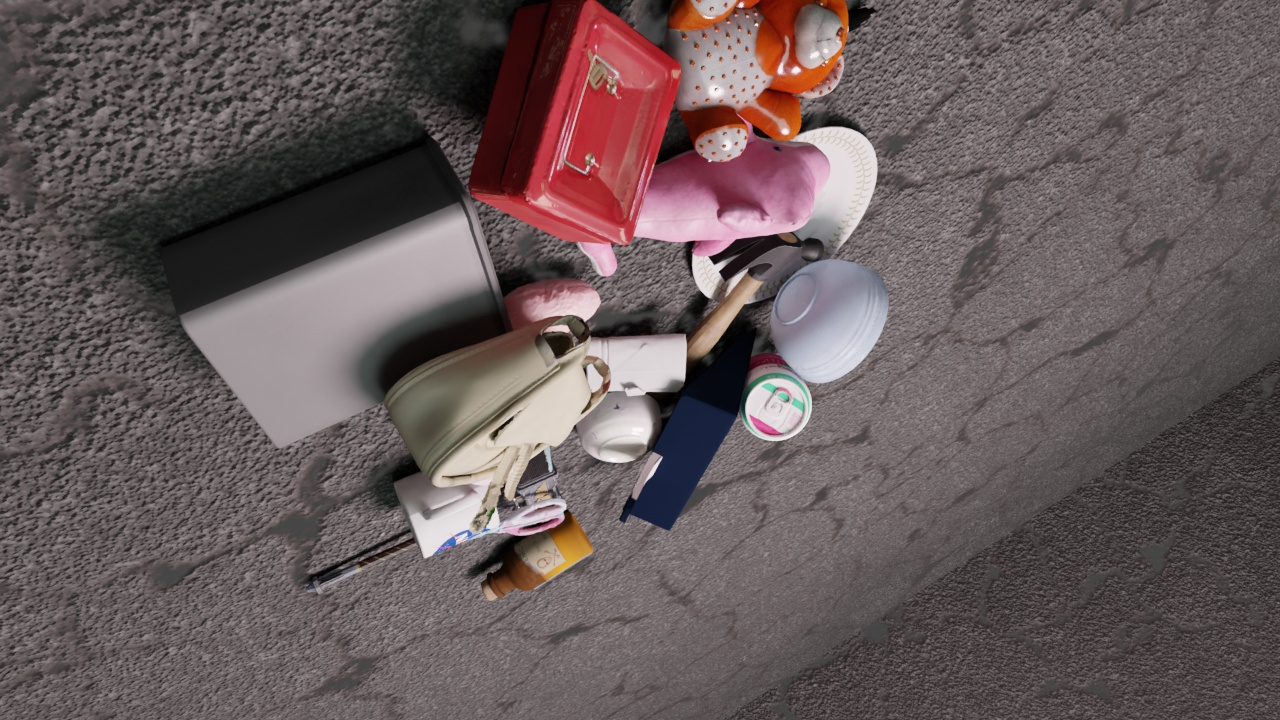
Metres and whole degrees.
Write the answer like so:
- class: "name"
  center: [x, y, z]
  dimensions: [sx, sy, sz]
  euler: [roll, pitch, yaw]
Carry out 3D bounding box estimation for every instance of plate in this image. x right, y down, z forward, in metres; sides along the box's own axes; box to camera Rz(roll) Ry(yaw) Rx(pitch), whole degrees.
- class: "plate"
  center: [0.159, -0.159, 1.023]
  dimensions: [0.242, 0.016, 0.243]
  euler: [-23, 146, -17]

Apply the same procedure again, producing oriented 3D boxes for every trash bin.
- class: "trash bin"
  center: [-0.233, -0.049, 0.748]
  dimensions: [0.219, 0.097, 0.192]
  euler: [-25, 146, -12]

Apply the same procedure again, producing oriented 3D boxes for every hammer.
- class: "hammer"
  center: [0.077, -0.034, 1.069]
  dimensions: [0.132, 0.040, 0.306]
  euler: [-1, 141, -43]
- class: "hammer"
  center: [-0.250, 0.210, 1.120]
  dimensions: [0.321, 0.044, 0.099]
  euler: [-23, 146, -13]

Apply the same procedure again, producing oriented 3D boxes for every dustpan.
- class: "dustpan"
  center: [0.045, 0.107, 1.135]
  dimensions: [0.080, 0.272, 0.237]
  euler: [22, 132, -2]

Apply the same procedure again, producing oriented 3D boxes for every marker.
- class: "marker"
  center: [0.156, -0.295, 0.843]
  dimensions: [0.145, 0.019, 0.019]
  euler: [-28, 147, -10]

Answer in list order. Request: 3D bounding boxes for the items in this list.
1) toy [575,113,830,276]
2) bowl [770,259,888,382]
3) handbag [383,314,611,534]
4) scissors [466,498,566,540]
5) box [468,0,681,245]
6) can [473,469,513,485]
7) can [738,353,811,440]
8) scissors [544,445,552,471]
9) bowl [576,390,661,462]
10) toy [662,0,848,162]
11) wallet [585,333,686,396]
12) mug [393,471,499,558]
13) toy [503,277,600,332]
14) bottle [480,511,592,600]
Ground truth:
- class: "toy"
  center: [0.067, -0.148, 0.852]
  dimensions: [0.265, 0.127, 0.187]
  euler: [-12, 132, -12]
- class: "bowl"
  center: [0.203, -0.057, 1.060]
  dimensions: [0.074, 0.150, 0.151]
  euler: [27, 116, -29]
- class: "handbag"
  center: [-0.102, 0.054, 0.825]
  dimensions: [0.184, 0.132, 0.229]
  euler: [-32, 171, -4]
- class: "scissors"
  center: [-0.174, 0.202, 1.123]
  dimensions: [0.174, 0.017, 0.077]
  euler: [-10, 145, -20]
- class: "box"
  center: [-0.046, -0.177, 0.695]
  dimensions: [0.129, 0.087, 0.158]
  euler: [18, 86, -52]
- class: "can"
  center: [-0.171, 0.087, 0.993]
  dimensions: [0.067, 0.076, 0.067]
  euler: [-23, 146, -17]
- class: "can"
  center: [0.164, 0.044, 1.157]
  dimensions: [0.088, 0.088, 0.165]
  euler: [-40, -176, 8]
- class: "scissors"
  center: [-0.109, 0.047, 0.996]
  dimensions: [0.015, 0.135, 0.126]
  euler: [-9, 134, 33]
- class: "bowl"
  center: [-0.024, 0.087, 1.115]
  dimensions: [0.105, 0.054, 0.105]
  euler: [-7, 143, -5]
- class: "toy"
  center: [0.106, -0.263, 0.769]
  dimensions: [0.172, 0.093, 0.164]
  euler: [-26, 124, -20]
- class: "wallet"
  center: [-0.006, 0.006, 1.037]
  dimensions: [0.116, 0.032, 0.086]
  euler: [-3, 136, 1]
- class: "mug"
  center: [-0.214, 0.160, 1.020]
  dimensions: [0.090, 0.091, 0.121]
  euler: [-22, 180, -19]
- class: "toy"
  center: [-0.098, -0.040, 0.922]
  dimensions: [0.108, 0.053, 0.105]
  euler: [-13, 153, -30]
- class: "bottle"
  center: [-0.148, 0.277, 1.266]
  dimensions: [0.157, 0.068, 0.068]
  euler: [-32, 147, -4]
